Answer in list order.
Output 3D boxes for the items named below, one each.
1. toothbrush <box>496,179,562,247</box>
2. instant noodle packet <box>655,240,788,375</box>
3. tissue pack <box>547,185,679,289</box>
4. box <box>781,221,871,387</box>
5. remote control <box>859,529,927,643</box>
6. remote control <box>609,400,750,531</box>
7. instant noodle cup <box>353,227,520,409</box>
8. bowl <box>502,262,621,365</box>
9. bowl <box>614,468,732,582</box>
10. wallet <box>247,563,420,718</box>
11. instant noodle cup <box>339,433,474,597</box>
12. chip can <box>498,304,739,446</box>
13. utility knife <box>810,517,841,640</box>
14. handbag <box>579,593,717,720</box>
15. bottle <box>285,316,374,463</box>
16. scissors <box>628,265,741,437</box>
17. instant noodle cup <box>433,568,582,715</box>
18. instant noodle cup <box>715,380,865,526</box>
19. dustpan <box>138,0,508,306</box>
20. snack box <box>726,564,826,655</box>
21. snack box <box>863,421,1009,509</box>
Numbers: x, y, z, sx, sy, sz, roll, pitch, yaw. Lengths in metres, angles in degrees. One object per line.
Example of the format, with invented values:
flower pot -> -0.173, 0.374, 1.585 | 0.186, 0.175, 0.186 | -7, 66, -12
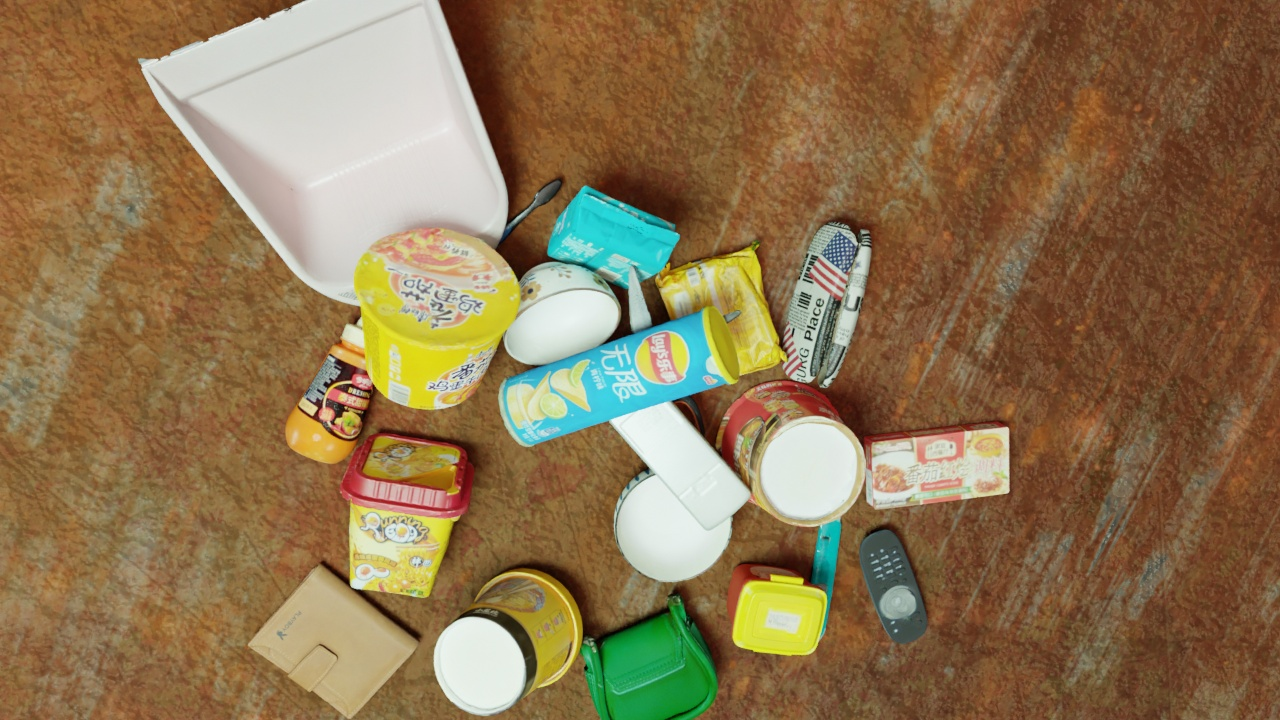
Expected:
toothbrush -> -0.147, -0.110, 0.883 | 0.189, 0.016, 0.014 | -42, 106, 4
instant noodle packet -> 0.079, -0.045, 0.908 | 0.111, 0.044, 0.128 | -16, 99, -3
tissue pack -> -0.028, -0.111, 0.836 | 0.093, 0.134, 0.050 | 21, 80, -15
box -> 0.178, -0.057, 0.909 | 0.082, 0.075, 0.163 | 16, 100, 1
remote control -> 0.272, 0.243, 0.993 | 0.053, 0.024, 0.136 | -23, 103, -5
remote control -> 0.037, 0.090, 0.869 | 0.058, 0.021, 0.150 | -41, 92, 6
instant noodle cup -> -0.182, -0.030, 0.808 | 0.138, 0.137, 0.110 | 13, 139, -10
bowl -> -0.080, -0.052, 0.866 | 0.113, 0.114, 0.062 | -18, 59, -4
bowl -> 0.029, 0.156, 0.924 | 0.116, 0.066, 0.116 | -1, 100, -6
wallet -> -0.307, 0.283, 0.921 | 0.132, 0.031, 0.108 | 43, 90, -11
instant noodle cup -> -0.225, 0.149, 0.872 | 0.116, 0.116, 0.124 | 11, 110, -10
chip can -> -0.021, 0.017, 0.825 | 0.211, 0.071, 0.071 | -19, 103, 19
utility knife -> 0.195, 0.233, 0.987 | 0.029, 0.013, 0.166 | 5, 99, -10
handbag -> 0.008, 0.317, 0.949 | 0.131, 0.068, 0.120 | -24, 101, -3
bottle -> -0.279, 0.020, 0.865 | 0.066, 0.067, 0.149 | 24, 89, -11
scissors -> -0.002, 0.008, 0.877 | 0.221, 0.021, 0.234 | -11, 128, 14
instant noodle cup -> -0.130, 0.273, 0.881 | 0.118, 0.114, 0.118 | 1, 95, 17
instant noodle cup -> 0.155, 0.095, 0.909 | 0.138, 0.108, 0.138 | -1, 100, -8
dustpan -> -0.225, -0.160, 0.766 | 0.222, 0.273, 0.138 | -23, 73, 0
snack box -> 0.136, 0.251, 0.948 | 0.091, 0.080, 0.082 | 9, 99, -9
snack box -> 0.315, 0.111, 0.976 | 0.153, 0.025, 0.075 | -6, 101, -7
